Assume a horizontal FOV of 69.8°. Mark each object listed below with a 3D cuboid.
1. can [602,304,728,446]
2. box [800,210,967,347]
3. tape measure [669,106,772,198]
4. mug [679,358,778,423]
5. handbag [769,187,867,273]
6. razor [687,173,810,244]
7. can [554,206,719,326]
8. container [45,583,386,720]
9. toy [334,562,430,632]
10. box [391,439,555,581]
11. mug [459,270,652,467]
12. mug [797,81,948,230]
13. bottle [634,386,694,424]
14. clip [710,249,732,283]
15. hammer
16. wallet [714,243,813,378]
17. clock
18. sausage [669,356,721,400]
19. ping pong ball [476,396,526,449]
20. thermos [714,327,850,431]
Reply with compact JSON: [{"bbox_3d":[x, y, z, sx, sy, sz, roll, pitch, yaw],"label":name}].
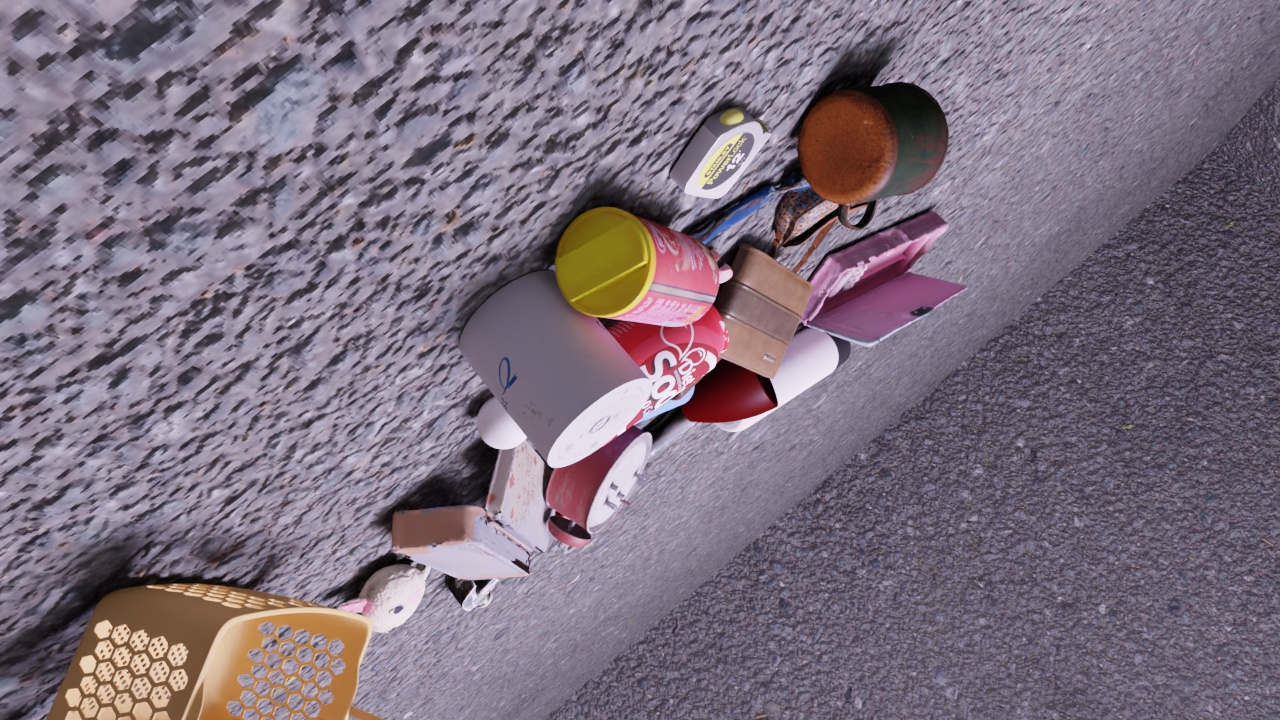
[{"bbox_3d":[-0.004,0.004,0.722,0.142,0.074,0.074,-34,160,-19],"label":"can"},{"bbox_3d":[0.292,-0.084,1.053,0.231,0.107,0.100,-24,155,-41],"label":"box"},{"bbox_3d":[0.054,-0.137,0.606,0.064,0.017,0.064,-12,147,-55],"label":"tape measure"},{"bbox_3d":[0.089,0.033,0.958,0.088,0.087,0.114,-27,147,15],"label":"mug"},{"bbox_3d":[0.154,-0.107,0.845,0.093,0.043,0.196,-32,163,-20],"label":"handbag"},{"bbox_3d":[0.087,-0.119,0.709,0.140,0.018,0.044,-30,-165,-23],"label":"razor"},{"bbox_3d":[0.002,-0.058,0.604,0.067,0.066,0.124,-47,161,17],"label":"can"},{"bbox_3d":[-0.233,0.213,0.568,0.183,0.167,0.129,56,51,-70],"label":"container"},{"bbox_3d":[-0.219,0.207,0.812,0.112,0.050,0.087,-20,153,-37],"label":"toy"},{"bbox_3d":[-0.137,0.135,0.820,0.115,0.095,0.217,-9,159,1],"label":"box"},{"bbox_3d":[-0.056,0.014,0.607,0.083,0.096,0.120,-34,160,-20],"label":"mug"},{"bbox_3d":[0.168,-0.148,0.683,0.081,0.085,0.111,-20,129,-43],"label":"mug"},{"bbox_3d":[-0.007,0.032,0.822,0.130,0.048,0.048,-19,152,-48],"label":"bottle"},{"bbox_3d":[0.046,-0.077,0.731,0.060,0.044,0.023,6,133,-27],"label":"clip"},{"bbox_3d":[-0.072,0.155,0.999,0.326,0.036,0.140,-38,163,-9],"label":"hammer"},{"bbox_3d":[0.105,-0.041,0.817,0.121,0.027,0.098,21,92,-53],"label":"wallet"},{"bbox_3d":[-0.039,0.125,0.883,0.109,0.062,0.157,-36,150,-54],"label":"clock"},{"bbox_3d":[0.065,-0.021,0.829,0.155,0.040,0.040,-43,165,-31],"label":"sausage"},{"bbox_3d":[-0.101,0.046,0.680,0.040,0.040,0.040,-36,161,-15],"label":"ping pong ball"},{"bbox_3d":[0.164,0.021,1.111,0.229,0.068,0.102,-26,165,-39],"label":"thermos"}]
